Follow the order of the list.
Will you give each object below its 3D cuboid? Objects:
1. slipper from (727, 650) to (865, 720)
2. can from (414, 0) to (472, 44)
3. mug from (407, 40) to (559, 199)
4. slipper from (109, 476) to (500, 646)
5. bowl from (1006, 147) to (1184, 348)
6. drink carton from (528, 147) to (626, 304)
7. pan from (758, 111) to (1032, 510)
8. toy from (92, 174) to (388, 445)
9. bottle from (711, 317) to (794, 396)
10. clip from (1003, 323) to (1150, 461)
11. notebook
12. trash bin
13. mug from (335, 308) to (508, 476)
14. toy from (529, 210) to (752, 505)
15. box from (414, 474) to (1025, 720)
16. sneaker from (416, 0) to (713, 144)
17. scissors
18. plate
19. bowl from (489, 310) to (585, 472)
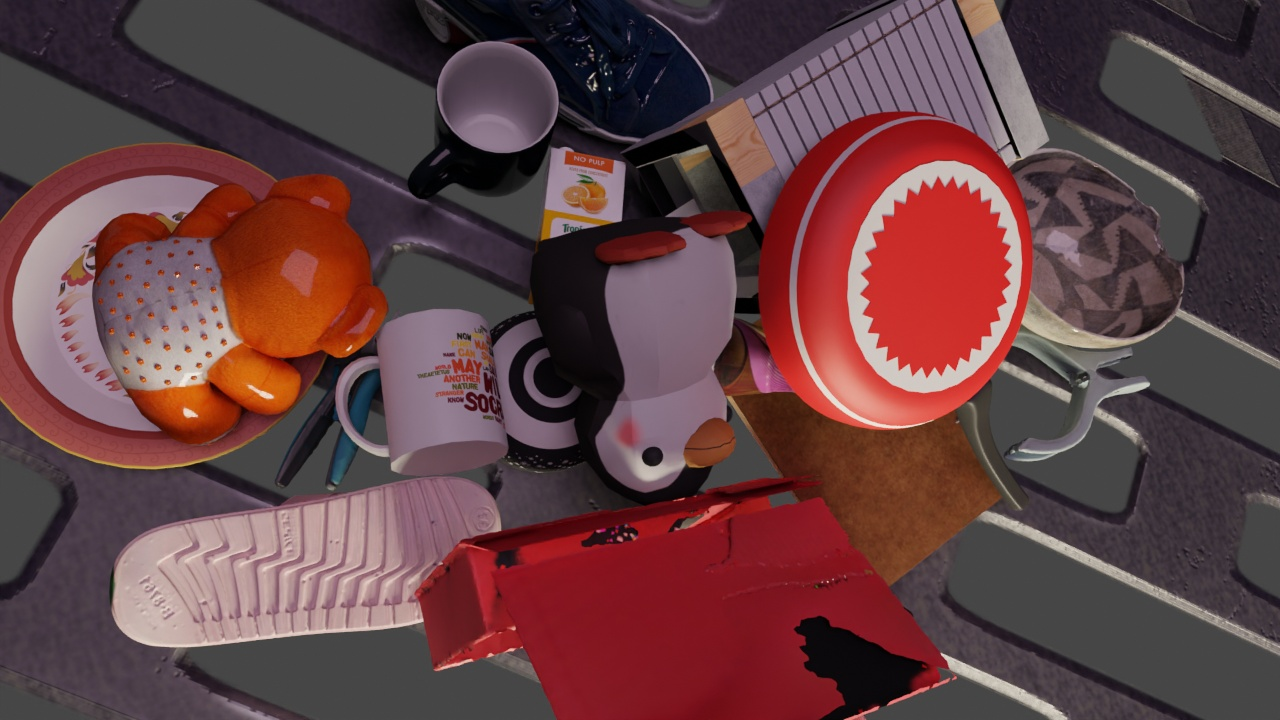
[{"bbox_3d":[0.117,0.255,0.653,0.106,0.056,0.221,13,81,-11],"label":"slipper"},{"bbox_3d":[-0.116,-0.297,0.715,0.114,0.063,0.063,-34,88,-17],"label":"can"},{"bbox_3d":[-0.120,-0.160,0.669,0.085,0.095,0.121,46,73,0],"label":"mug"},{"bbox_3d":[-0.211,0.134,0.604,0.239,0.065,0.094,-4,83,-27],"label":"slipper"},{"bbox_3d":[0.347,-0.081,0.763,0.178,0.081,0.178,8,62,-16],"label":"bowl"},{"bbox_3d":[-0.046,-0.099,0.688,0.058,0.040,0.122,9,62,-11],"label":"drink carton"},{"bbox_3d":[0.214,-0.004,0.634,0.208,0.067,0.356,-45,116,-13],"label":"pan"},{"bbox_3d":[-0.257,-0.043,0.598,0.172,0.093,0.163,-20,81,-4],"label":"toy"},{"bbox_3d":[0.073,-0.001,0.666,0.166,0.059,0.059,10,75,15],"label":"bottle"},{"bbox_3d":[0.352,0.046,0.758,0.173,0.030,0.158,6,68,-11],"label":"clip"},{"bbox_3d":[0.177,0.048,0.731,0.167,0.024,0.225,-32,87,-16],"label":"notebook"},{"bbox_3d":[0.143,-0.160,0.684,0.246,0.143,0.142,-35,106,-17],"label":"trash bin"},{"bbox_3d":[-0.145,0.024,0.600,0.105,0.073,0.089,-11,71,-4],"label":"mug"},{"bbox_3d":[-0.004,0.004,0.598,0.158,0.140,0.184,-25,114,-46],"label":"toy"},{"bbox_3d":[0.015,0.124,0.508,0.210,0.319,0.121,-6,91,-30],"label":"box"},{"bbox_3d":[-0.046,-0.251,0.654,0.294,0.127,0.120,27,89,-31],"label":"sneaker"},{"bbox_3d":[-0.202,0.031,0.631,0.123,0.019,0.148,-32,46,3],"label":"scissors"},{"bbox_3d":[-0.328,-0.040,0.634,0.229,0.021,0.229,3,78,-12],"label":"plate"},{"bbox_3d":[-0.066,0.018,0.659,0.120,0.066,0.120,3,78,-12],"label":"bowl"}]
